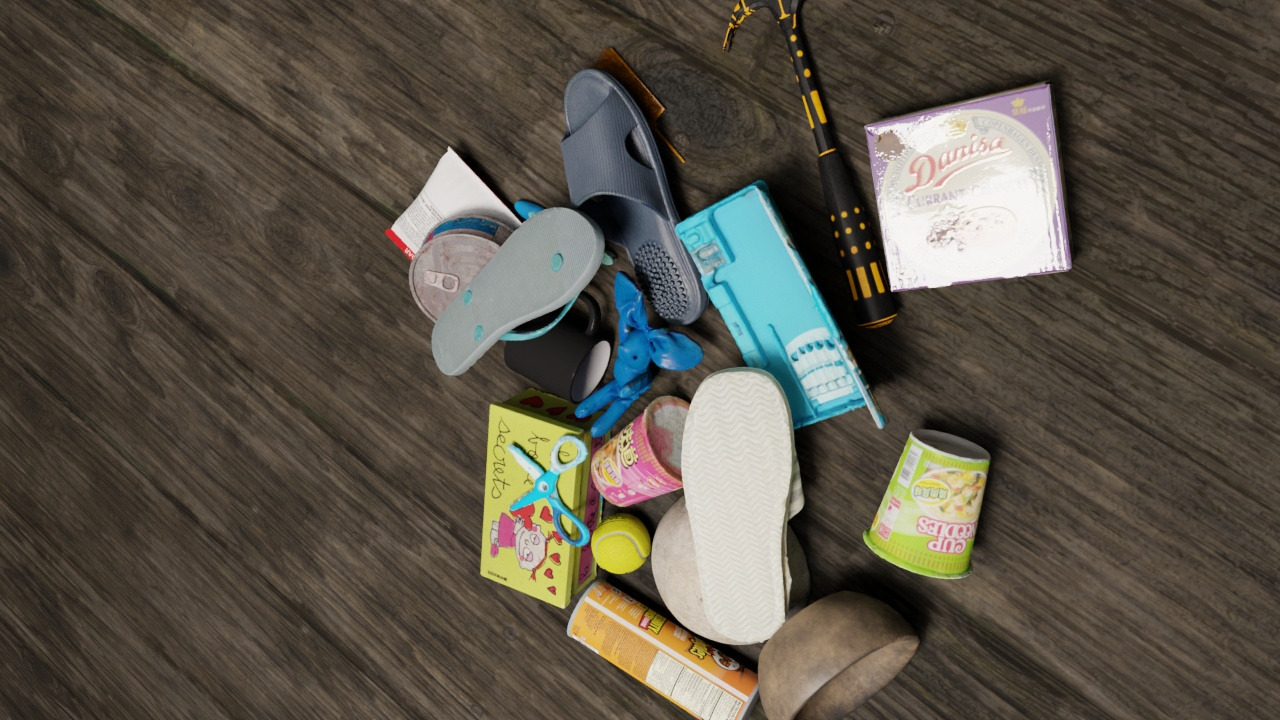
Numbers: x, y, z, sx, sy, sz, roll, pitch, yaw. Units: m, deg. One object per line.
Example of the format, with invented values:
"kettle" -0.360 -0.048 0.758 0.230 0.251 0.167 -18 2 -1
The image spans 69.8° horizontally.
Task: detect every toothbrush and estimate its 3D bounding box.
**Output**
"toothbrush" -0.080 -0.136 0.972 0.135 0.017 0.022 33 119 20

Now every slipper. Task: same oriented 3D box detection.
"slipper" -0.121 -0.070 0.928 0.270 0.054 0.098 -31 68 37
"slipper" -0.024 -0.146 0.885 0.101 0.082 0.263 -17 100 53
"slipper" 0.098 0.139 0.874 0.114 0.054 0.273 0 103 10

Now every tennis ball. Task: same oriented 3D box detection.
"tennis ball" -0.022 0.203 1.015 0.065 0.065 0.065 9 110 27

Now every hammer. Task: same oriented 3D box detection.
"hammer" 0.163 -0.182 0.810 0.123 0.036 0.320 -14 96 33

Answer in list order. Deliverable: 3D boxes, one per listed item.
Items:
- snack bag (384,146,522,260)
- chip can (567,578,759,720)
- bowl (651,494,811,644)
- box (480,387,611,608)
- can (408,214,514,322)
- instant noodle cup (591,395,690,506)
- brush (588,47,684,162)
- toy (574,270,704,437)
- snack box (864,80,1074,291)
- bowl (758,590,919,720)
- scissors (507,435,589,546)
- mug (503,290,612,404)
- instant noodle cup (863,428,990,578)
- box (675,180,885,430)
"snack bag" -0.207 -0.141 1.024 0.131 0.039 0.144 46 122 -1
"chip can" 0.027 0.330 1.023 0.215 0.075 0.075 27 117 20
"bowl" 0.080 0.228 0.959 0.179 0.081 0.178 11 112 28
"box" -0.108 0.153 1.040 0.124 0.082 0.221 18 115 23
"can" -0.180 -0.090 0.990 0.130 0.044 0.130 3 127 4
"instant noodle cup" 0.008 0.103 0.957 0.109 0.097 0.097 -35 87 41
"brush" -0.004 -0.243 0.891 0.126 0.017 0.048 50 122 7
"toy" -0.005 0.005 0.927 0.113 0.070 0.177 44 128 23
"snack box" 0.270 -0.139 0.755 0.144 0.040 0.148 -6 103 31
"bowl" 0.181 0.287 0.882 0.070 0.162 0.163 53 127 36
"scissors" -0.091 0.138 0.975 0.134 0.011 0.139 -35 88 29
"mug" -0.082 -0.023 0.973 0.088 0.078 0.114 28 109 19
"instant noodle cup" 0.261 0.124 0.819 0.099 0.098 0.108 19 107 23
"box" 0.139 -0.049 0.821 0.227 0.085 0.170 61 155 -9
